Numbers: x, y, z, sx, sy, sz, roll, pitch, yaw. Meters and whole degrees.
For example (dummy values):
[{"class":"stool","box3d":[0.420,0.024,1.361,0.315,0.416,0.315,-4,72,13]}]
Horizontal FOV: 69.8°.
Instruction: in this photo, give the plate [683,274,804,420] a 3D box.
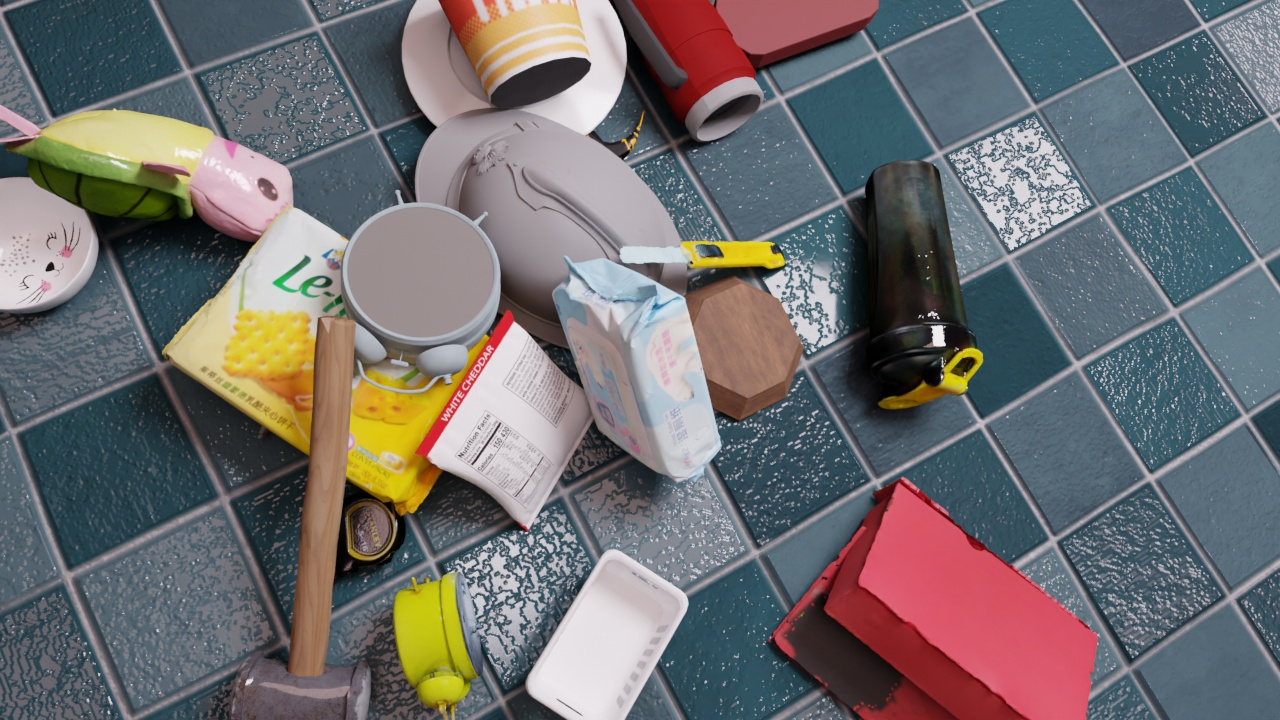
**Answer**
[{"class":"plate","box3d":[0.089,-0.015,0.826,0.131,0.025,0.131,3,77,-14]}]

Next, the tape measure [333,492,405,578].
[{"class":"tape measure","box3d":[-0.221,0.138,0.742,0.061,0.034,0.061,-13,78,-9]}]

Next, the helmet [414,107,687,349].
[{"class":"helmet","box3d":[-0.065,-0.123,0.776,0.271,0.118,0.183,38,77,-7]}]

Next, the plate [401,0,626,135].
[{"class":"plate","box3d":[-0.117,-0.290,0.853,0.208,0.015,0.208,1,79,-5]}]

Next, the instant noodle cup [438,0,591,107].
[{"class":"instant noodle cup","box3d":[-0.107,-0.295,0.791,0.123,0.123,0.121,-21,90,-13]}]

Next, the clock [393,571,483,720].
[{"class":"clock","box3d":[-0.151,0.221,0.704,0.057,0.083,0.119,-13,74,-6]}]

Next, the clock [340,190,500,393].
[{"class":"clock","box3d":[-0.172,-0.050,0.711,0.122,0.045,0.159,13,68,-8]}]

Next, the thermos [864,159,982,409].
[{"class":"thermos","box3d":[0.251,-0.071,0.840,0.098,0.098,0.220,3,70,-8]}]

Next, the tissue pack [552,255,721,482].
[{"class":"tissue pack","box3d":[-0.004,0.004,0.727,0.069,0.182,0.112,-34,39,-20]}]

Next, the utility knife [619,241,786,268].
[{"class":"utility knife","box3d":[0.059,-0.090,0.795,0.224,0.019,0.030,-10,59,-44]}]

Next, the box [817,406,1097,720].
[{"class":"box","box3d":[0.295,0.189,0.907,0.214,0.478,0.171,38,96,3]}]

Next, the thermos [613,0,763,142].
[{"class":"thermos","box3d":[0.029,-0.310,0.867,0.107,0.084,0.198,-14,72,-50]}]

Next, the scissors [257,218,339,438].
[{"class":"scissors","box3d":[-0.254,-0.017,0.790,0.204,0.015,0.201,17,73,-5]}]

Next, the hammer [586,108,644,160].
[{"class":"hammer","box3d":[-0.099,-0.325,0.888,0.123,0.036,0.320,-21,81,-13]}]

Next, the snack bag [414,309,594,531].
[{"class":"snack bag","box3d":[-0.098,0.054,0.743,0.039,0.144,0.130,14,67,41]}]

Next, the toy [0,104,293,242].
[{"class":"toy","box3d":[-0.402,-0.156,0.740,0.237,0.190,0.088,10,102,-33]}]

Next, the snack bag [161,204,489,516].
[{"class":"snack bag","box3d":[-0.236,0.003,0.742,0.247,0.068,0.159,35,69,-1]}]

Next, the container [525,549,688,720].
[{"class":"container","box3d":[-0.028,0.226,0.738,0.081,0.050,0.129,33,73,1]}]

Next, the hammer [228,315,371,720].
[{"class":"hammer","box3d":[-0.236,0.131,0.675,0.098,0.052,0.328,8,97,-7]}]

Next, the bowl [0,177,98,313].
[{"class":"bowl","box3d":[-0.501,-0.088,0.752,0.114,0.051,0.114,2,75,-8]}]

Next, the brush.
[{"class":"brush","box3d":[0.154,-0.350,0.926,0.173,0.042,0.082,-23,79,-14]}]
